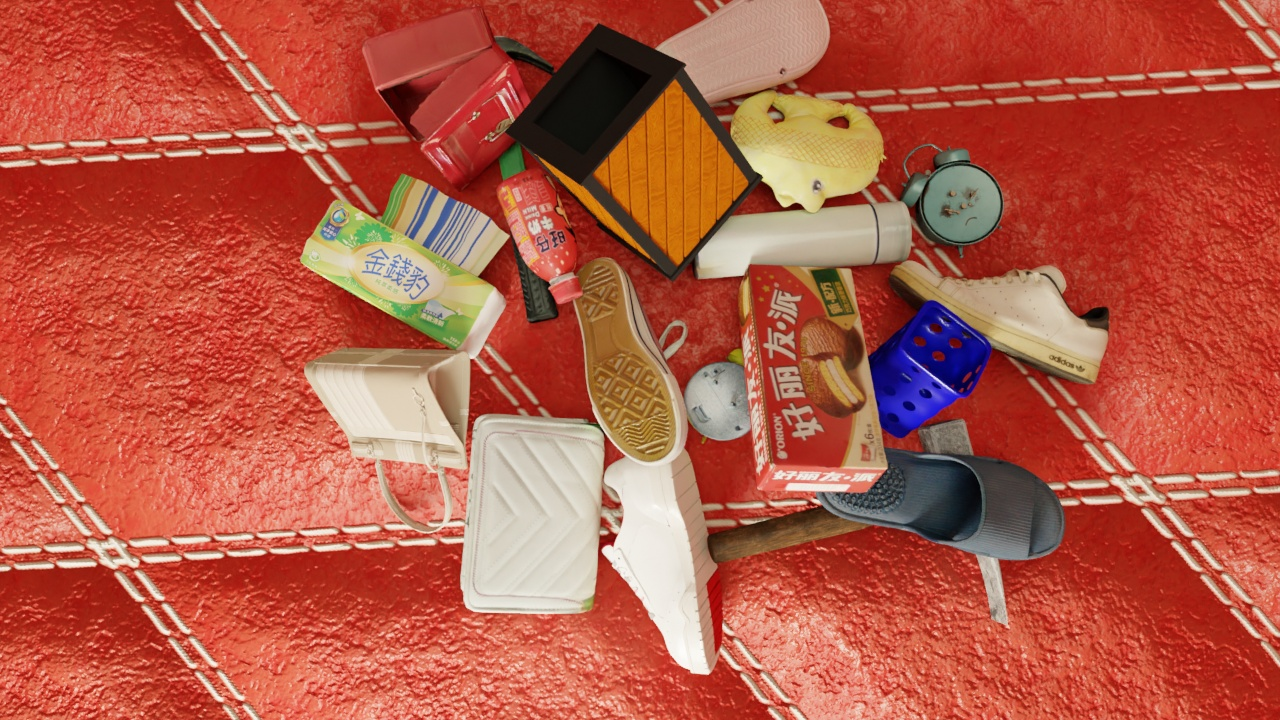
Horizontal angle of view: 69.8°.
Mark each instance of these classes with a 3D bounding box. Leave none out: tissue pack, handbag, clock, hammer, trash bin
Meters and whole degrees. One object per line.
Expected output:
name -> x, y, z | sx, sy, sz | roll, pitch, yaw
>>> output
tissue pack -> -0.229, -0.110, 0.966 | 0.197, 0.120, 0.141 | 30, 85, -5
handbag -> -0.245, 0.088, 0.955 | 0.176, 0.062, 0.198 | 2, 110, 32
clock -> 0.331, -0.177, 0.991 | 0.090, 0.053, 0.124 | -36, 87, -3
hammer -> -0.137, -0.199, 1.008 | 0.130, 0.032, 0.318 | -11, 87, -1
hammer -> 0.225, 0.200, 0.961 | 0.300, 0.037, 0.217 | -13, 86, -6
clock -> 0.099, 0.037, 0.973 | 0.119, 0.057, 0.083 | -32, 81, 1
trash bin -> -0.004, -0.203, 0.907 | 0.139, 0.172, 0.140 | -49, 49, 0
handbag -> -0.111, 0.156, 0.955 | 0.142, 0.096, 0.198 | 6, 86, -15

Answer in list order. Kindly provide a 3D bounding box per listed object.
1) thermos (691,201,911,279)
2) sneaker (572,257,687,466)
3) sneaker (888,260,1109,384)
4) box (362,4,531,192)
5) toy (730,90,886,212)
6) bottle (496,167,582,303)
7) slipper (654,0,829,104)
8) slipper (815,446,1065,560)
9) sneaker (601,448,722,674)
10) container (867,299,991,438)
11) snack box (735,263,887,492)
thermos -> 0.169, -0.129, 0.983 | 0.230, 0.068, 0.068 | -5, 86, -1
sneaker -> -0.006, 0.006, 0.964 | 0.118, 0.088, 0.240 | -25, 63, 15
sneaker -> 0.386, -0.064, 0.963 | 0.241, 0.089, 0.102 | 25, 95, -3
box -> -0.188, -0.274, 0.921 | 0.137, 0.157, 0.127 | -39, 83, -3
toy -> 0.179, -0.227, 0.984 | 0.170, 0.065, 0.154 | 11, 62, 0
bottle -> -0.099, -0.127, 0.959 | 0.062, 0.062, 0.137 | -23, 88, -1
slipper -> 0.109, -0.336, 1.002 | 0.221, 0.056, 0.107 | -27, 88, -10
slipper -> 0.308, 0.136, 0.914 | 0.263, 0.082, 0.101 | 12, 82, -3
sneaker -> 0.015, 0.211, 0.961 | 0.104, 0.090, 0.236 | -12, 94, 21
container -> 0.281, 0.012, 0.938 | 0.084, 0.114, 0.084 | 39, 57, 3
snack box -> 0.166, 0.013, 0.922 | 0.113, 0.060, 0.235 | 2, 58, -7
